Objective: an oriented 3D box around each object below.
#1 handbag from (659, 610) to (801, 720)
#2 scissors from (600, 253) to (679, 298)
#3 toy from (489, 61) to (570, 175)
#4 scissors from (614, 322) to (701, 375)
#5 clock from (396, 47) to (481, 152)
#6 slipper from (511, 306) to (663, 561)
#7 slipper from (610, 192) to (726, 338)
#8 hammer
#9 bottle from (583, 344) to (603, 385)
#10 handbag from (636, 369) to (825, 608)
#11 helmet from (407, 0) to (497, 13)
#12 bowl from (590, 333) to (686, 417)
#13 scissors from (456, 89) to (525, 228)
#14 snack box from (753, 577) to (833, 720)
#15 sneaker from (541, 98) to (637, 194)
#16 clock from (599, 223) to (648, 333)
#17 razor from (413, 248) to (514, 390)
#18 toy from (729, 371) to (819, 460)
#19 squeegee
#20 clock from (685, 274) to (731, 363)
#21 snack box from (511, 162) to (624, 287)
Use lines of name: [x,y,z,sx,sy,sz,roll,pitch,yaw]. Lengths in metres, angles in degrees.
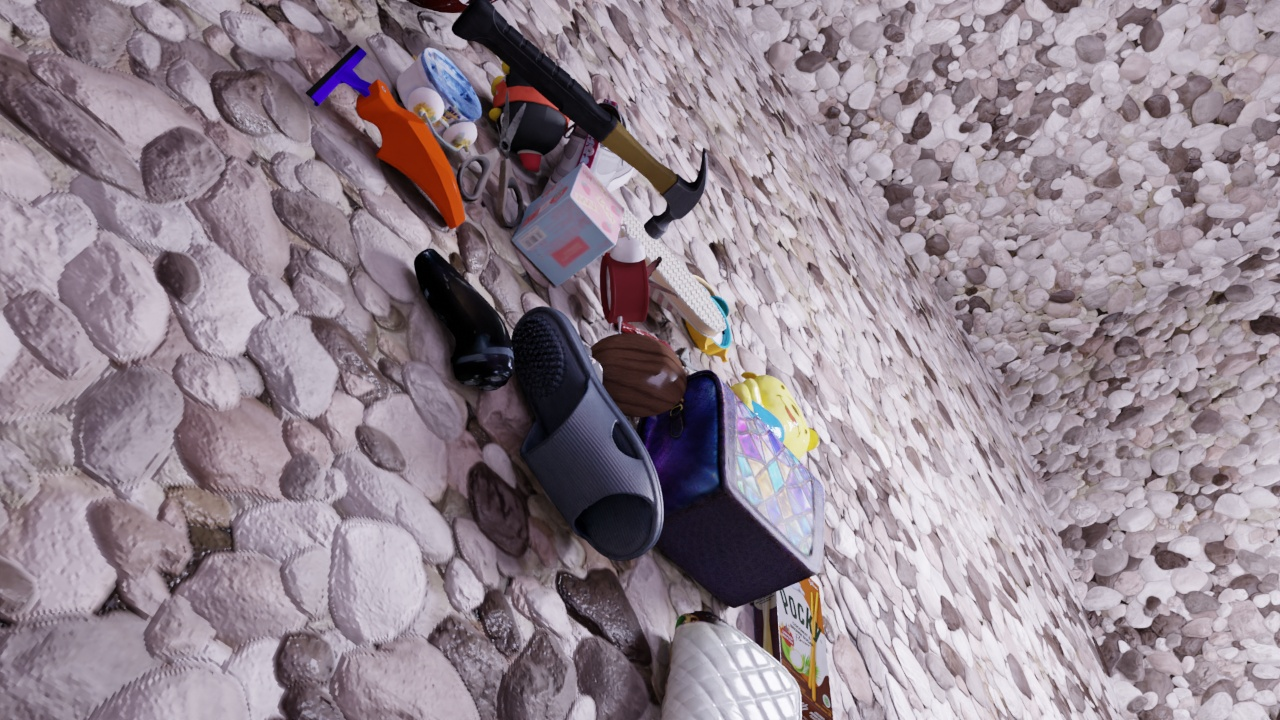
handbag: [0.072,0.334,0.813,0.139,0.073,0.194,41,30,-15]
scissors: [-0.009,-0.110,1.130,0.014,0.142,0.165,-31,66,-23]
toy: [-0.134,-0.296,1.114,0.099,0.098,0.119,10,73,-20]
scissors: [0.047,0.007,1.156,0.199,0.015,0.179,30,18,-36]
clock: [-0.214,-0.275,0.980,0.089,0.052,0.125,36,30,-48]
slipper: [-0.073,0.064,0.832,0.082,0.101,0.263,5,52,-51]
slipper: [0.012,-0.127,1.236,0.263,0.052,0.114,49,21,4]
hammer: [-0.056,-0.267,0.999,0.333,0.118,0.025,37,29,-28]
bottle: [-0.061,0.027,0.937,0.047,0.047,0.112,40,32,-33]
handbag: [0.100,0.132,1.019,0.205,0.126,0.221,45,30,-26]
helmet: [-0.212,-0.531,1.035,0.233,0.254,0.233,52,50,-1]
bowl: [-0.006,0.006,0.993,0.119,0.032,0.119,6,45,-6]
scissors: [-0.153,-0.222,1.031,0.162,0.013,0.153,-46,117,-47]
snack box: [0.173,0.314,1.059,0.101,0.032,0.185,45,29,-26]
sneaker: [-0.049,-0.285,1.184,0.097,0.129,0.262,26,33,-1]
clock: [-0.020,-0.096,1.067,0.087,0.044,0.124,-154,-119,-76]
razor: [-0.164,-0.035,0.826,0.063,0.053,0.140,-33,84,-32]
toy: [0.164,0.089,1.232,0.149,0.084,0.213,66,25,-1]
squeegee: [-0.227,-0.209,0.887,0.185,0.055,0.249,59,8,-27]
clock: [0.095,-0.063,1.326,0.099,0.044,0.129,24,49,-50]
snack box: [-0.080,-0.155,1.048,0.079,0.093,0.094,46,28,-23]
